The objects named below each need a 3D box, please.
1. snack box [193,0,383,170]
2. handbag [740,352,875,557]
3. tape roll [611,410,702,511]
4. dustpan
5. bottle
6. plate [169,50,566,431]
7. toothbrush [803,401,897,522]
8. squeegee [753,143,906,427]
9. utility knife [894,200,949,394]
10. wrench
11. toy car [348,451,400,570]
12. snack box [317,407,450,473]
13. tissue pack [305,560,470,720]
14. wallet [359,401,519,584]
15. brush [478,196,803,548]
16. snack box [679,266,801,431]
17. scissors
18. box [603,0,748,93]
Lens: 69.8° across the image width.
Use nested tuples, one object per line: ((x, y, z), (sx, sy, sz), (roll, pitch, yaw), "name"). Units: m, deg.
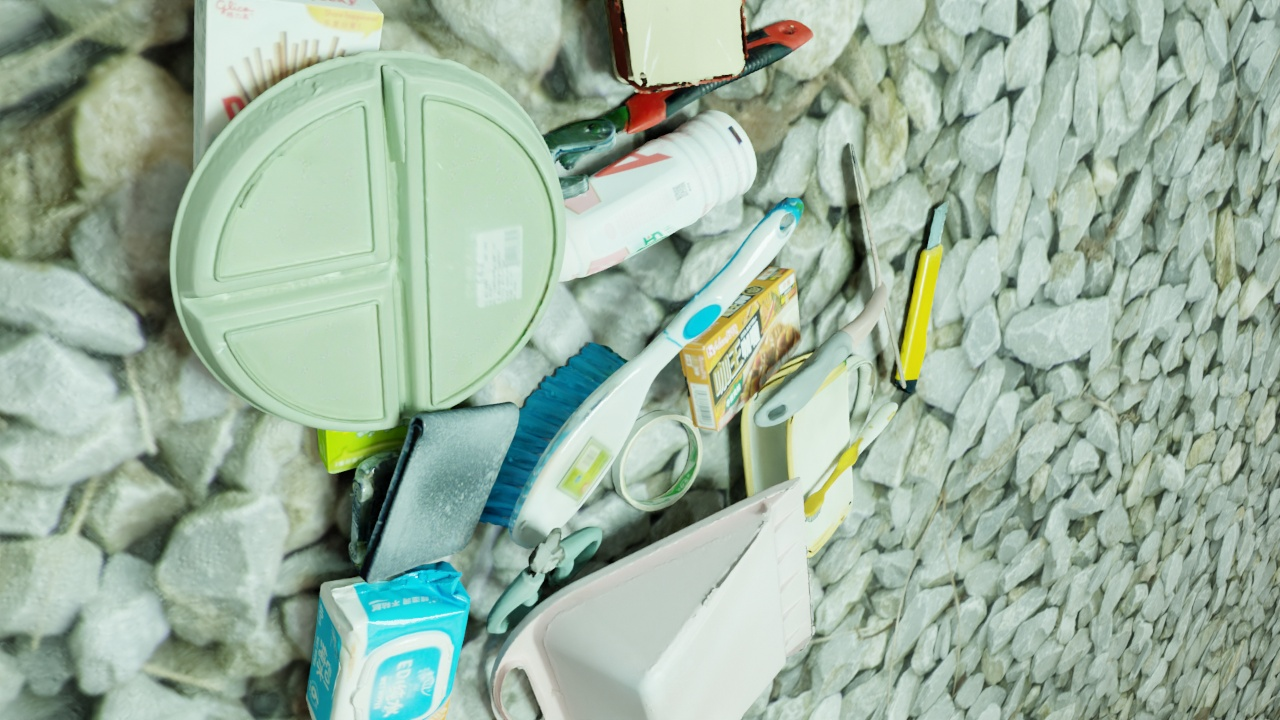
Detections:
((-0.193, -0.120, 0.495), (0.084, 0.027, 0.157), (-7, 133, -34), "snack box")
((0.164, 0.071, 0.850), (0.178, 0.063, 0.163), (-32, 124, -41), "handbag")
((0.015, 0.084, 0.764), (0.085, 0.014, 0.086), (-13, 113, -33), "tape roll")
((0.016, 0.222, 0.766), (0.272, 0.139, 0.223), (-40, 136, -35), "dustpan")
((-0.011, -0.107, 0.645), (0.196, 0.068, 0.068), (-32, 123, -19), "bottle")
((-0.138, -0.054, 0.518), (0.229, 0.027, 0.231), (-22, 132, -27), "plate")
((0.192, 0.089, 0.833), (0.190, 0.016, 0.018), (-39, 138, -42), "toothbrush")
((0.166, -0.019, 0.762), (0.248, 0.040, 0.248), (-44, 125, -39), "squeegee")
((0.278, -0.061, 0.905), (0.033, 0.015, 0.195), (-4, 108, -39), "utility knife")
((0.025, -0.188, 0.655), (0.272, 0.056, 0.016), (-37, 148, -26), "wrench")
((-0.172, 0.099, 0.608), (0.042, 0.034, 0.091), (-10, 127, -35), "toy car")
((-0.161, -0.007, 0.574), (0.085, 0.026, 0.157), (-14, 127, -31), "snack box")
((-0.171, 0.204, 0.625), (0.089, 0.063, 0.140), (-3, 121, -35), "tissue pack")
((-0.131, 0.084, 0.601), (0.097, 0.019, 0.121), (-5, 121, -61), "wallet")
((-0.004, 0.004, 0.660), (0.060, 0.109, 0.314), (40, 81, -33), "brush")
((0.084, -0.013, 0.742), (0.153, 0.026, 0.075), (-39, 127, -44), "snack box")
((-0.084, 0.163, 0.657), (0.132, 0.019, 0.185), (-44, 164, -2), "scissors")
((0.021, -0.262, 0.585), (0.091, 0.080, 0.168), (-11, 115, -7), "box")
